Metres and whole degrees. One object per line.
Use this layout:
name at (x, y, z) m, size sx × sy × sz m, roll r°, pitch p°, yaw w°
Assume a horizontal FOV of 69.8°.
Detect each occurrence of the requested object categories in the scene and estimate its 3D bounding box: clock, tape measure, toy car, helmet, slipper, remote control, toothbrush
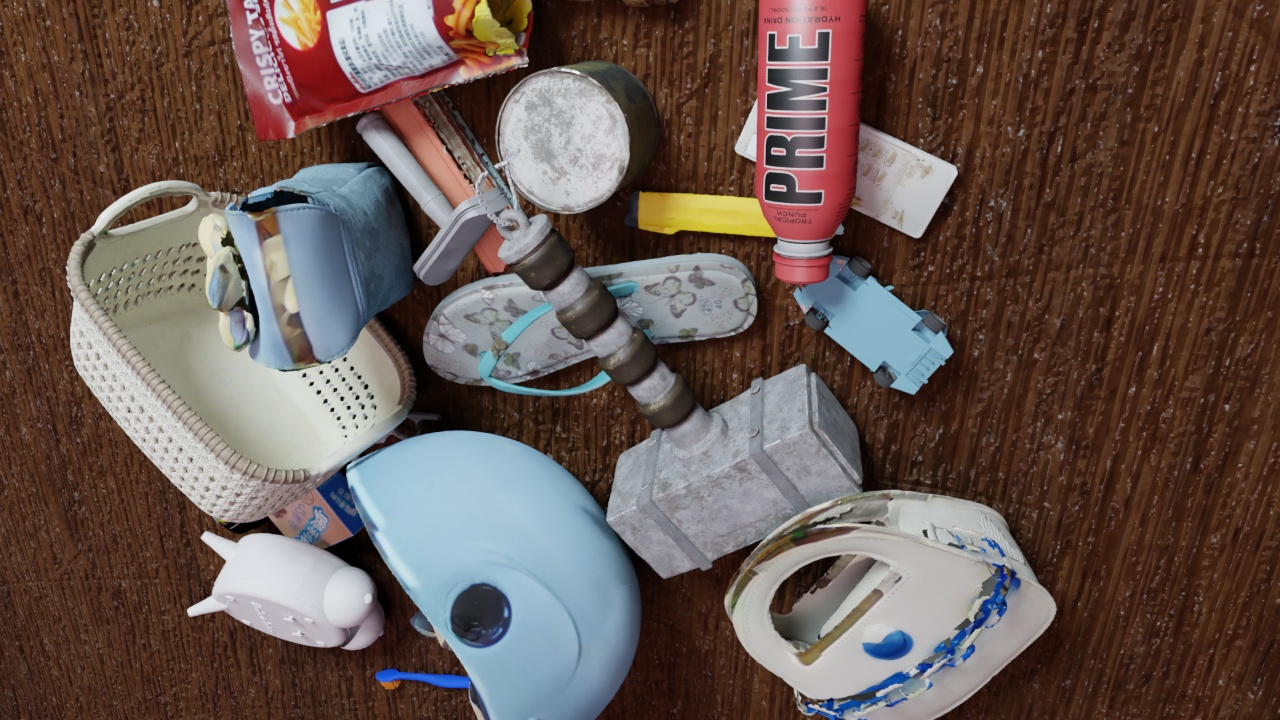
clock at (-0.316, 0.217, 0.829) m, size 0.161 × 0.072 × 0.126 m, roll 15°, pitch 145°, yaw 2°
tape measure at (-0.372, 0.129, 0.836) m, size 0.034 × 0.061 × 0.061 m, roll -39°, pitch 87°, yaw -6°
toy car at (0.159, -0.028, 0.625) m, size 0.108 × 0.027 × 0.060 m, roll 40°, pitch 119°, yaw 8°
helmet at (-0.102, 0.155, 0.697) m, size 0.166 × 0.226 × 0.265 m, roll -39°, pitch 103°, yaw -11°
slipper at (-0.050, -0.022, 0.663) m, size 0.269 × 0.054 × 0.098 m, roll -12°, pitch 131°, yaw 20°
remote control at (0.132, -0.131, 0.597) m, size 0.136 × 0.011 × 0.050 m, roll 27°, pitch 118°, yaw 4°
toothbrush at (-0.176, 0.313, 0.886) m, size 0.183 × 0.016 × 0.018 m, roll -2°, pitch 117°, yaw 18°

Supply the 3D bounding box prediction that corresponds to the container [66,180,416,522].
container at (-0.307, 0.001, 0.699) m, size 0.246 × 0.184 × 0.143 m, roll 48°, pitch 129°, yaw 2°

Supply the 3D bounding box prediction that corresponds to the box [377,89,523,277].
box at (-0.133, -0.132, 0.659) m, size 0.059 × 0.056 × 0.187 m, roll -36°, pitch 102°, yaw -5°

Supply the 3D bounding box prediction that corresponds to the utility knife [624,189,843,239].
utility knife at (0.063, -0.098, 0.631) m, size 0.151 × 0.017 × 0.030 m, roll 8°, pitch 120°, yaw 15°

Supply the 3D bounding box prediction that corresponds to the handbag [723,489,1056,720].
handbag at (0.164, 0.175, 0.638) m, size 0.199 × 0.092 × 0.201 m, roll 18°, pitch 123°, yaw -18°

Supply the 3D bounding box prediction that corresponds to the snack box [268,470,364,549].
snack box at (-0.315, 0.100, 0.817) m, size 0.087 × 0.034 × 0.151 m, roll -27°, pitch 104°, yaw 37°

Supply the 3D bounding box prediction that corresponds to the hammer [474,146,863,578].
hammer at (-0.003, 0.004, 0.616) m, size 0.177 × 0.079 × 0.326 m, roll -29°, pitch 117°, yaw 26°

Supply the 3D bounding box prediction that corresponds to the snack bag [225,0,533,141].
snack bag at (-0.177, -0.224, 0.574) m, size 0.208 × 0.066 × 0.139 m, roll -7°, pitch 106°, yaw 18°

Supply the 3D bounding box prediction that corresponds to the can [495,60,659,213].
can at (-0.040, -0.149, 0.607) m, size 0.090 × 0.074 × 0.090 m, roll 6°, pitch 113°, yaw 14°

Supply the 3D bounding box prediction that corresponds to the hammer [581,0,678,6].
hammer at (-0.128, -0.256, 0.606) m, size 0.319 × 0.048 × 0.122 m, roll 5°, pitch 112°, yaw 14°

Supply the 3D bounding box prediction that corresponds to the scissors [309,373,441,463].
scissors at (-0.239, 0.071, 0.799) m, size 0.175 × 0.014 × 0.141 m, roll -17°, pitch 105°, yaw 27°

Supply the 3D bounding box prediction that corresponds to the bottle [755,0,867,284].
bottle at (0.102, -0.135, 0.561) m, size 0.062 × 0.062 × 0.177 m, roll 4°, pitch 111°, yaw 15°

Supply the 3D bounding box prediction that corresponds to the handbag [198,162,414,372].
handbag at (-0.232, -0.072, 0.631) m, size 0.118 × 0.191 × 0.122 m, roll -6°, pitch 113°, yaw 4°

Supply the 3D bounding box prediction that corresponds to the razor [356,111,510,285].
razor at (-0.154, -0.123, 0.636) m, size 0.116 × 0.047 × 0.088 m, roll 51°, pitch 132°, yaw 1°
